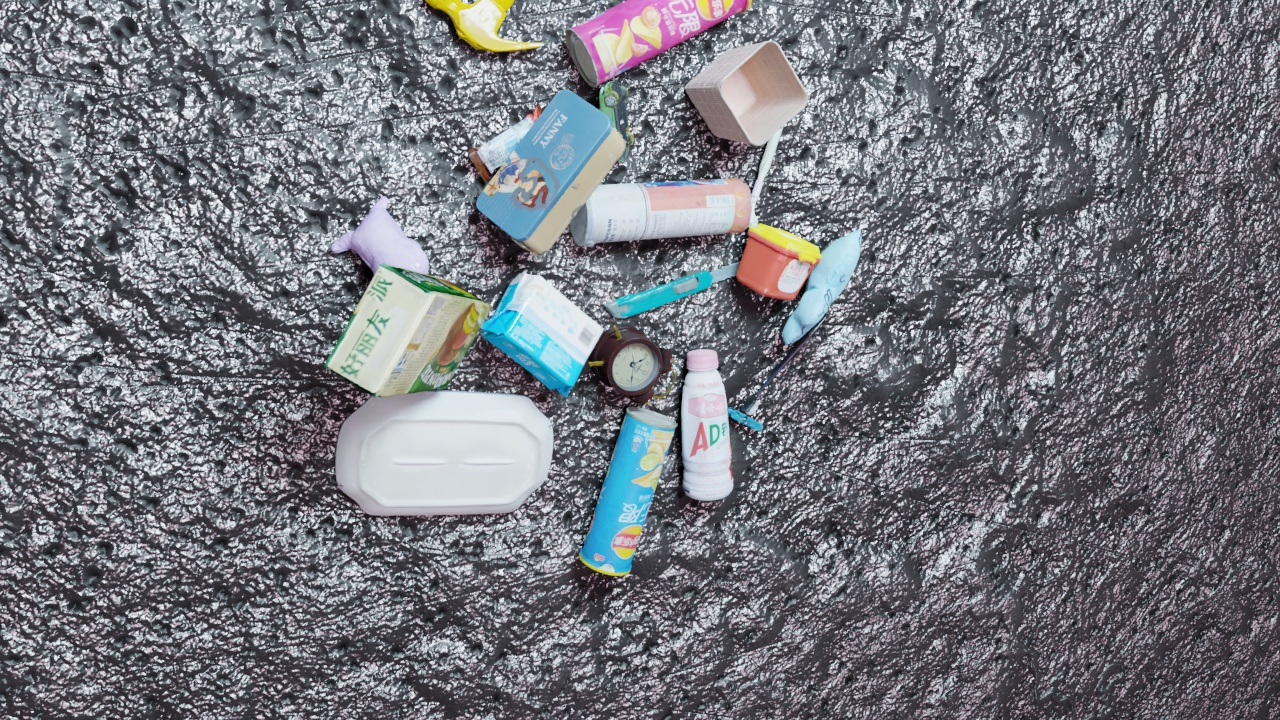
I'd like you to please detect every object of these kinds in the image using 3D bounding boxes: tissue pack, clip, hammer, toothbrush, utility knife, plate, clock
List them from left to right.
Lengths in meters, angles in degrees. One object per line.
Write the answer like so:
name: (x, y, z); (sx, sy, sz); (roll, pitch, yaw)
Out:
plate: (-0.229, 0.118, 1.110); (0.265, 0.034, 0.162); (4, 104, -24)
tissue pack: (-0.115, -0.031, 1.088); (0.140, 0.063, 0.089); (40, 66, -29)
hammer: (-0.097, -0.463, 0.991); (0.128, 0.033, 0.300); (36, 90, -28)
clock: (-0.007, 0.007, 1.158); (0.122, 0.055, 0.082); (33, 91, -29)
utility knife: (0.055, -0.095, 1.177); (0.215, 0.013, 0.029); (-21, 113, -17)
clip: (0.143, 0.081, 1.263); (0.056, 0.042, 0.014); (27, 91, -26)
toothbrush: (0.163, -0.262, 1.170); (0.029, 0.020, 0.189); (19, 98, 6)
toothbrush: (0.201, 0.003, 1.268); (0.018, 0.015, 0.181); (39, 89, -33)

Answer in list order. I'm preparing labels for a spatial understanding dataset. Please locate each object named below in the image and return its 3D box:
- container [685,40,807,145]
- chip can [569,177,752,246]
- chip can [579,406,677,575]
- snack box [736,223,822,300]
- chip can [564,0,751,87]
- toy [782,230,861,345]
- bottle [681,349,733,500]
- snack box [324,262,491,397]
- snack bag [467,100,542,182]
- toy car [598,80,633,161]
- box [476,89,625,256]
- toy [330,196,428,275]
container: (0.119, -0.315, 1.083); (0.090, 0.111, 0.090); (-43, 117, -6)
chip can: (0.026, -0.181, 1.106); (0.214, 0.071, 0.071); (-7, 108, -21)
chip can: (-0.017, 0.170, 1.194); (0.071, 0.071, 0.210); (13, 100, -26)
snack box: (0.175, -0.123, 1.177); (0.091, 0.082, 0.080); (6, 113, -48)
chip can: (0.021, -0.388, 1.042); (0.210, 0.071, 0.071); (-31, 115, -12)
toy: (0.242, -0.100, 1.210); (0.050, 0.162, 0.155); (30, 52, -2)
bottle: (0.085, 0.085, 1.216); (0.068, 0.068, 0.197); (-10, 106, -20)
snack box: (-0.231, -0.029, 0.954); (0.063, 0.240, 0.114); (30, 93, 3)
snack bag: (-0.145, -0.247, 1.038); (0.104, 0.026, 0.048); (-37, 139, -7)
toy car: (-0.032, -0.278, 1.067); (0.036, 0.043, 0.091); (5, 116, 18)
box: (-0.095, -0.213, 1.025); (0.184, 0.090, 0.061); (-55, 155, 4)
toy: (-0.277, -0.117, 0.996); (0.084, 0.039, 0.108); (-43, 78, -3)
